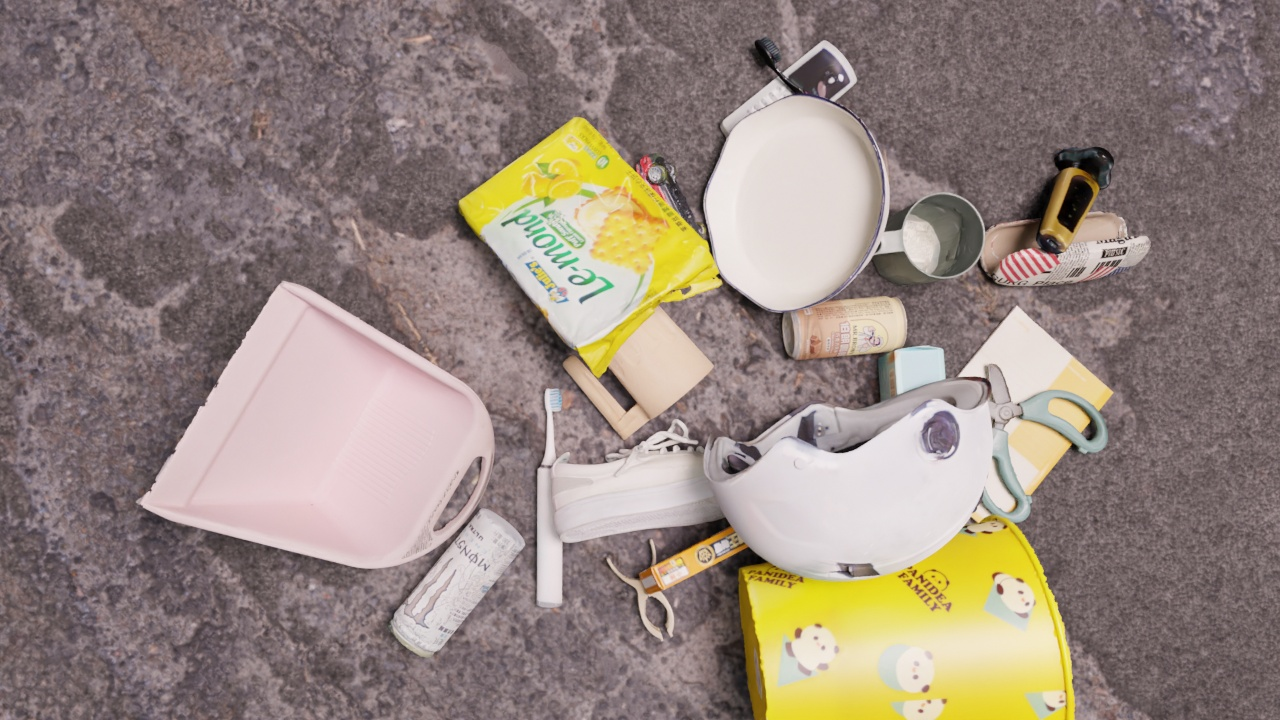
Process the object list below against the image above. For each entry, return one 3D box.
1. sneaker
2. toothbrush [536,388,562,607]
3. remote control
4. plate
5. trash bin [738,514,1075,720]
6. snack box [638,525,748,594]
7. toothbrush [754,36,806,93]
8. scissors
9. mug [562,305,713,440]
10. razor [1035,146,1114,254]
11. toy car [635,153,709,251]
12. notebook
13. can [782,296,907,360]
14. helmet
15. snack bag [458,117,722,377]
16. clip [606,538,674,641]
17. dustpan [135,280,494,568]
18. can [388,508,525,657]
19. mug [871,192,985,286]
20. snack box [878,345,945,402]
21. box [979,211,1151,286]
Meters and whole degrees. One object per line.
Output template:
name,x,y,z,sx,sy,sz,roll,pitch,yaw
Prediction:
sneaker,0.026,0.115,0.923,0.242,0.090,0.090,-8,63,-14
toothbrush,-0.092,0.139,0.936,0.026,0.026,0.221,0,89,17
remote control,0.156,-0.271,0.964,0.150,0.021,0.058,-40,93,-3
plate,0.154,-0.151,0.895,0.045,0.205,0.205,-3,89,-47
trash bin,0.232,0.274,0.871,0.255,0.229,0.229,-6,90,1
snack box,0.075,0.185,0.909,0.153,0.075,0.026,-24,79,-16
toothbrush,0.182,-0.259,0.948,0.017,0.014,0.189,-41,94,-16
scissors,0.420,0.080,0.972,0.181,0.019,0.170,-11,89,-3
mug,-0.005,0.005,0.926,0.125,0.084,0.103,-40,91,22
razor,0.440,-0.164,0.936,0.062,0.068,0.167,39,52,1
toy car,0.029,-0.153,0.936,0.045,0.052,0.120,-23,96,20
notebook,0.391,0.065,0.984,0.146,0.010,0.206,41,87,-2
can,0.209,-0.034,0.946,0.116,0.058,0.058,-5,90,-4
helmet,0.194,0.110,0.805,0.258,0.229,0.146,-14,91,-20
snack bag,-0.052,-0.114,0.882,0.158,0.068,0.246,-38,64,-5
clip,0.011,0.236,0.942,0.066,0.034,0.099,-20,82,-4
dustpan,-0.257,0.082,0.837,0.139,0.273,0.222,30,89,21
can,-0.181,0.220,0.911,0.058,0.058,0.146,40,86,-3
mug,0.268,-0.117,0.930,0.124,0.103,0.083,-6,90,-4
snack box,0.279,0.075,0.934,0.051,0.074,0.174,-2,84,2
box,0.445,-0.110,0.954,0.163,0.087,0.076,-6,105,-6
